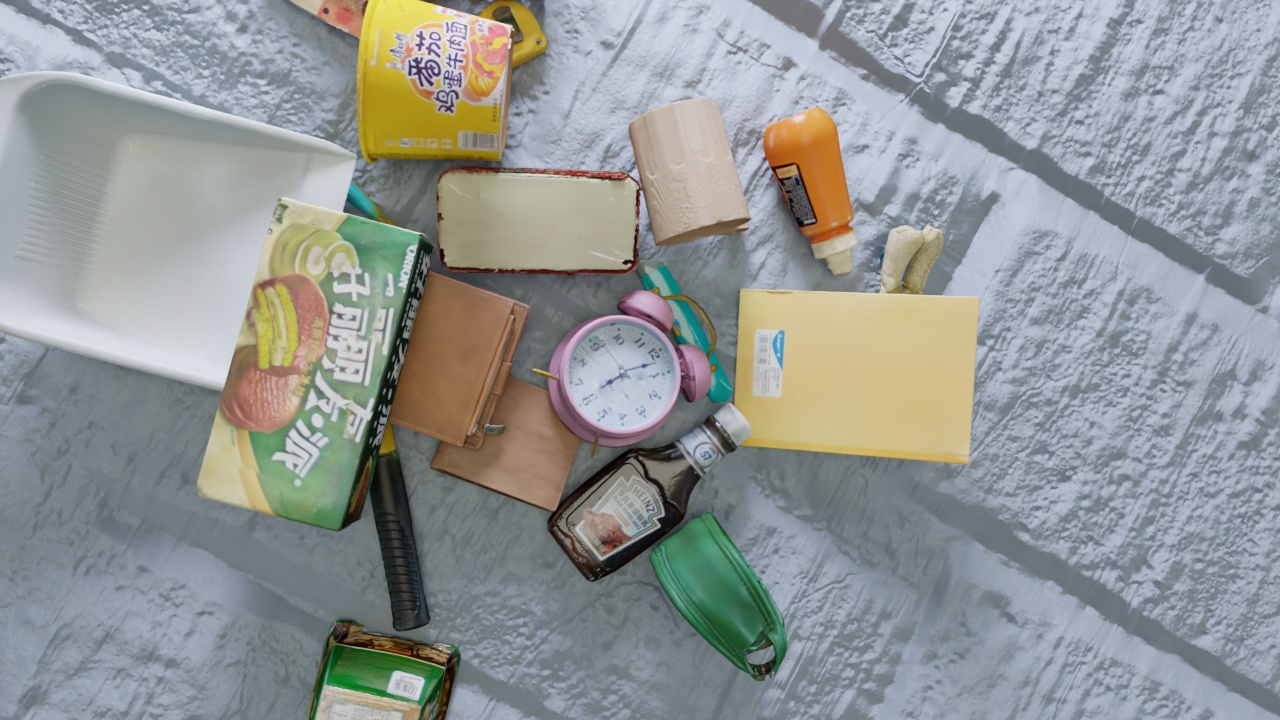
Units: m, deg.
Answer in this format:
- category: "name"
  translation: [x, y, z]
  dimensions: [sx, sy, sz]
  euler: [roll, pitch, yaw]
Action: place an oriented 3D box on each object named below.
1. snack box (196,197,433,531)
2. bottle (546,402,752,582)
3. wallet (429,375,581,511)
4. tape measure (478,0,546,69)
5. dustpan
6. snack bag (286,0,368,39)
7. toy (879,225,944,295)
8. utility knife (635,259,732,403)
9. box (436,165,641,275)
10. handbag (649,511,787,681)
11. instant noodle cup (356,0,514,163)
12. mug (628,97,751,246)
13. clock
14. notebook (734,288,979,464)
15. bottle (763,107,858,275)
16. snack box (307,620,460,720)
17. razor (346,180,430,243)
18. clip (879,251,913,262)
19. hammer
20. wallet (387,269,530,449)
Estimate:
- category: "snack box"
  translation: [-0.250, 0.003, 0.717]
  dimensions: [0.114, 0.063, 0.240]
  euler: [15, 88, -2]
- category: "bottle"
  translation: [0.013, 0.109, 0.809]
  dimensions: [0.195, 0.044, 0.080]
  euler: [-37, 95, -4]
- category: "wallet"
  translation: [-0.111, 0.067, 0.798]
  dimensions: [0.115, 0.020, 0.101]
  euler: [23, 71, -9]
- category: "tape measure"
  translation: [-0.117, -0.286, 0.805]
  dimensions: [0.060, 0.029, 0.057]
  euler: [-29, 92, -6]
- category: "dustpan"
  translation: [-0.392, -0.101, 0.706]
  dimensions: [0.258, 0.142, 0.222]
  euler: [14, 88, 6]
- category: "snack bag"
  translation: [-0.226, -0.383, 0.782]
  dimensions: [0.128, 0.073, 0.208]
  euler: [27, 94, -7]
- category: "toy"
  translation: [0.237, -0.045, 0.828]
  dimensions: [0.105, 0.066, 0.157]
  euler: [8, 97, -24]
- category: "utility knife"
  translation: [0.040, -0.028, 0.832]
  dimensions: [0.029, 0.013, 0.151]
  euler: [-29, 95, -3]
- category: "box"
  translation: [-0.085, -0.120, 0.774]
  dimensions: [0.168, 0.080, 0.091]
  euler: [0, 104, -7]
- category: "handbag"
  translation: [0.069, 0.197, 0.775]
  dimensions: [0.068, 0.131, 0.120]
  euler: [-36, 97, -2]
- category: "instant noodle cup"
  translation: [-0.162, -0.224, 0.745]
  dimensions: [0.110, 0.138, 0.138]
  euler: [6, 89, -7]
- category: "mug"
  translation: [0.050, -0.159, 0.788]
  dimensions: [0.084, 0.124, 0.103]
  euler: [-14, 91, 32]
- category: "clock"
  translation: [-0.005, 0.005, 0.795]
  dimensions: [0.158, 0.060, 0.117]
  euler: [-35, 89, -14]
- category: "notebook"
  translation: [0.186, 0.011, 0.809]
  dimensions: [0.206, 0.010, 0.146]
  euler: [3, 91, 16]
- category: "bottle"
  translation: [0.160, -0.148, 0.824]
  dimensions: [0.066, 0.067, 0.149]
  euler: [-21, 99, -7]
- category: "snack box"
  translation: [-0.219, 0.292, 0.752]
  dimensions: [0.118, 0.106, 0.117]
  euler: [14, 87, -7]
- category: "razor"
  translation: [-0.241, -0.131, 0.790]
  dimensions: [0.132, 0.028, 0.043]
  euler: [43, 116, -7]
- category: "clip"
  translation: [0.250, -0.102, 0.852]
  dimensions: [0.057, 0.047, 0.014]
  euler: [-19, 94, -1]
- category: "hammer"
  translation: [-0.222, 0.082, 0.790]
  dimensions: [0.128, 0.033, 0.300]
  euler: [-10, 91, -6]
- category: "wallet"
  translation: [-0.156, 0.001, 0.762]
  dimensions: [0.119, 0.035, 0.130]
  euler: [20, 88, -5]
